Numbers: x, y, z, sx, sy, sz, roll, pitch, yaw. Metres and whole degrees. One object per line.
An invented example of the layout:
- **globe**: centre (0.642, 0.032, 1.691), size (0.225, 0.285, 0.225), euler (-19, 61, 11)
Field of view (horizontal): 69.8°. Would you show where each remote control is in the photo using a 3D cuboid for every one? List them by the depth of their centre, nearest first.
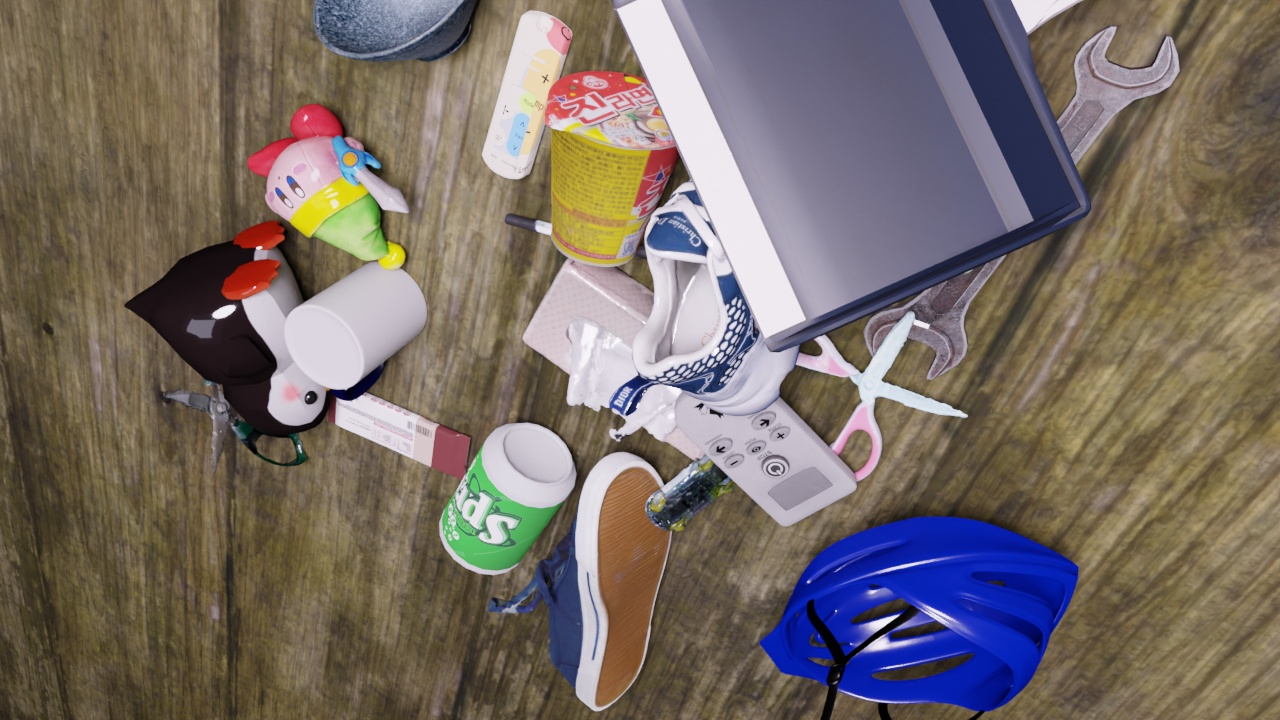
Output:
- **remote control**: centre (-0.086, -0.195, 0.683), size (0.038, 0.018, 0.126), euler (28, 123, 7)
- **remote control**: centre (0.094, 0.067, 0.708), size (0.074, 0.019, 0.151), euler (-35, 113, 27)

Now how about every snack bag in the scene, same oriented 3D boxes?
- **snack bag**: centre (-0.239, 0.067, 0.901), size (0.158, 0.013, 0.057), euler (21, 122, 12)

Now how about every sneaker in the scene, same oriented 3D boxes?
- **sneaker**: centre (0.059, -0.085, 0.579), size (0.103, 0.132, 0.270), euler (32, 113, 36)
- **sneaker**: centre (-0.057, 0.192, 0.852), size (0.127, 0.120, 0.295), euler (32, 131, 32)

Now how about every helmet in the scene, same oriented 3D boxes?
- **helmet**: centre (0.196, 0.224, 0.668), size (0.242, 0.227, 0.148), euler (-20, 118, 32)

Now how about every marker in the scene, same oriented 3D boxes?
- **marker**: centre (-0.038, -0.095, 0.722), size (0.152, 0.011, 0.011), euler (16, 123, 15)

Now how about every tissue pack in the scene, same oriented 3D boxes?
- **tissue pack**: centre (-0.004, 0.004, 0.733), size (0.181, 0.071, 0.104), euler (34, 125, -2)

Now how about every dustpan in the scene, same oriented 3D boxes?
- **dustpan**: centre (0.153, -0.167, 0.499), size (0.273, 0.080, 0.236), euler (-24, 87, -2)

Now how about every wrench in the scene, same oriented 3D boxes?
- **wrench**: centre (0.240, -0.091, 0.602), size (0.070, 0.010, 0.274), euler (32, 125, 4)

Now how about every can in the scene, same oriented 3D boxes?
- **can**: centre (-0.123, 0.127, 0.839), size (0.088, 0.087, 0.140), euler (36, 126, 1)

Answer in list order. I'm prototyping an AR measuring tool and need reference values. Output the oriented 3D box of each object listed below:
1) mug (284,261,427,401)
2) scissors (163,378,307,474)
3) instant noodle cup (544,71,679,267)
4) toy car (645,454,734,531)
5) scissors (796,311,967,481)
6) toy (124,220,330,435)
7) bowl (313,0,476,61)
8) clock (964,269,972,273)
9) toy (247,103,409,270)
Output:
- **mug**: centre (-0.247, -0.018, 0.805), size (0.079, 0.096, 0.112), euler (19, 123, 13)
- **scissors**: centre (-0.395, 0.022, 0.896), size (0.015, 0.201, 0.205), euler (-17, 72, 8)
- **instant noodle cup**: centre (-0.021, -0.131, 0.652), size (0.100, 0.100, 0.113), euler (23, 133, 10)
- **toy car**: centre (0.044, 0.108, 0.778), size (0.090, 0.027, 0.039), euler (-39, 119, 7)
- **scissors**: centre (0.153, 0.021, 0.694), size (0.177, 0.013, 0.171), euler (30, 133, 12)
- **toy**: centre (-0.355, -0.008, 0.835), size (0.140, 0.159, 0.184), euler (-18, 128, -3)
- **bowl**: centre (-0.156, -0.250, 0.646), size (0.137, 0.136, 0.057), euler (1, 158, 23)
- **clock**: centre (0.195, -0.109, 0.584), size (0.094, 0.042, 0.120), euler (46, 127, 10)
- **toy**: centre (-0.246, -0.138, 0.761), size (0.124, 0.096, 0.131), euler (-29, 85, 27)
